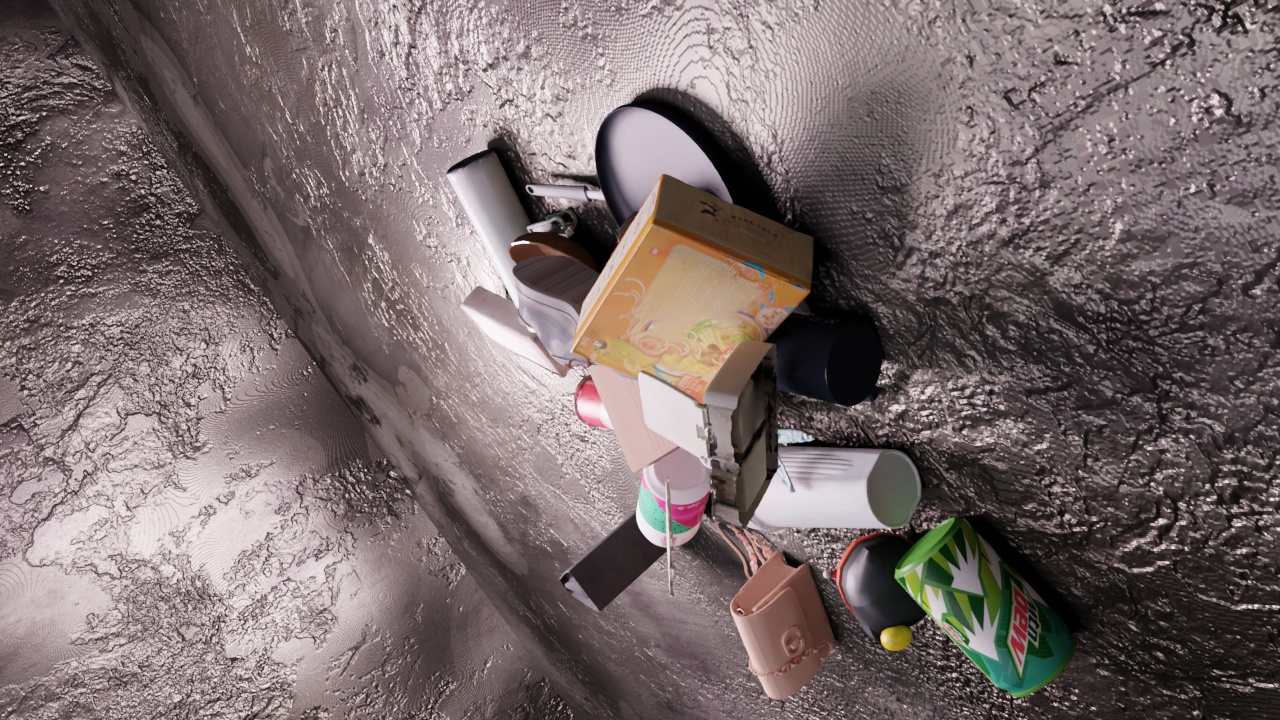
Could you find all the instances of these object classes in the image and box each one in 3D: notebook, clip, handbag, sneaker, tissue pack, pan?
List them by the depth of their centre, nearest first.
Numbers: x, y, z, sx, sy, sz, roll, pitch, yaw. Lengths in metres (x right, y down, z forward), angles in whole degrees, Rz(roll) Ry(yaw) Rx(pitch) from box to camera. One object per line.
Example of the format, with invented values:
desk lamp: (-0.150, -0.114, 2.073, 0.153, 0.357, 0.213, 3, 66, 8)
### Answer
pan: (-0.019, -0.168, 0.935, 0.357, 0.021, 0.199, 17, 137, 50)
sneaker: (-0.050, -0.027, 0.982, 0.236, 0.099, 0.090, 37, 143, 36)
notebook: (-0.006, 0.006, 1.039, 0.170, 0.022, 0.210, -39, 71, 55)
clip: (-0.102, -0.161, 1.078, 0.076, 0.047, 0.023, 0, 125, 56)
handbag: (0.145, 0.332, 1.189, 0.187, 0.116, 0.199, 17, 137, 51)
tissue pack: (-0.168, -0.052, 1.297, 0.181, 0.071, 0.104, 29, 161, 44)
handbag: (-0.045, 0.289, 1.390, 0.072, 0.175, 0.196, 53, 158, -2)

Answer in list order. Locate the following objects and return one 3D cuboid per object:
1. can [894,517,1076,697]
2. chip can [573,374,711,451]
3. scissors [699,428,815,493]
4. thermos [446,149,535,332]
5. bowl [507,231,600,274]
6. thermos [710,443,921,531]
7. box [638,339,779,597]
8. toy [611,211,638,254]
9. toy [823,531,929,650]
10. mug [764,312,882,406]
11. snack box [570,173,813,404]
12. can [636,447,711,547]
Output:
can: (0.305, 0.217, 0.816, 0.144, 0.082, 0.083, 47, 154, 11)
chip can: (0.007, 0.062, 1.127, 0.233, 0.073, 0.073, 8, 130, 55)
scissors: (0.109, 0.080, 0.935, 0.159, 0.014, 0.172, -57, 44, 32)
thermos: (-0.160, -0.146, 1.148, 0.068, 0.067, 0.230, 10, 132, 55)
bowl: (-0.096, -0.120, 1.081, 0.118, 0.030, 0.118, 19, 162, 6)
thermos: (0.173, 0.129, 0.920, 0.221, 0.099, 0.099, -9, 115, 57)
box: (0.036, 0.081, 0.762, 0.101, 0.193, 0.144, 10, 125, 26)
toy: (-0.003, -0.096, 0.898, 0.076, 0.062, 0.100, 57, 142, 35)
toy: (0.244, 0.220, 0.919, 0.099, 0.097, 0.119, 52, 177, 2)
mug: (0.167, 0.006, 0.807, 0.105, 0.071, 0.077, 37, 166, -36)
snack box: (0.043, -0.061, 0.815, 0.145, 0.080, 0.196, 21, 142, -13)
can: (0.043, 0.177, 1.195, 0.088, 0.088, 0.166, 42, 153, 21)
